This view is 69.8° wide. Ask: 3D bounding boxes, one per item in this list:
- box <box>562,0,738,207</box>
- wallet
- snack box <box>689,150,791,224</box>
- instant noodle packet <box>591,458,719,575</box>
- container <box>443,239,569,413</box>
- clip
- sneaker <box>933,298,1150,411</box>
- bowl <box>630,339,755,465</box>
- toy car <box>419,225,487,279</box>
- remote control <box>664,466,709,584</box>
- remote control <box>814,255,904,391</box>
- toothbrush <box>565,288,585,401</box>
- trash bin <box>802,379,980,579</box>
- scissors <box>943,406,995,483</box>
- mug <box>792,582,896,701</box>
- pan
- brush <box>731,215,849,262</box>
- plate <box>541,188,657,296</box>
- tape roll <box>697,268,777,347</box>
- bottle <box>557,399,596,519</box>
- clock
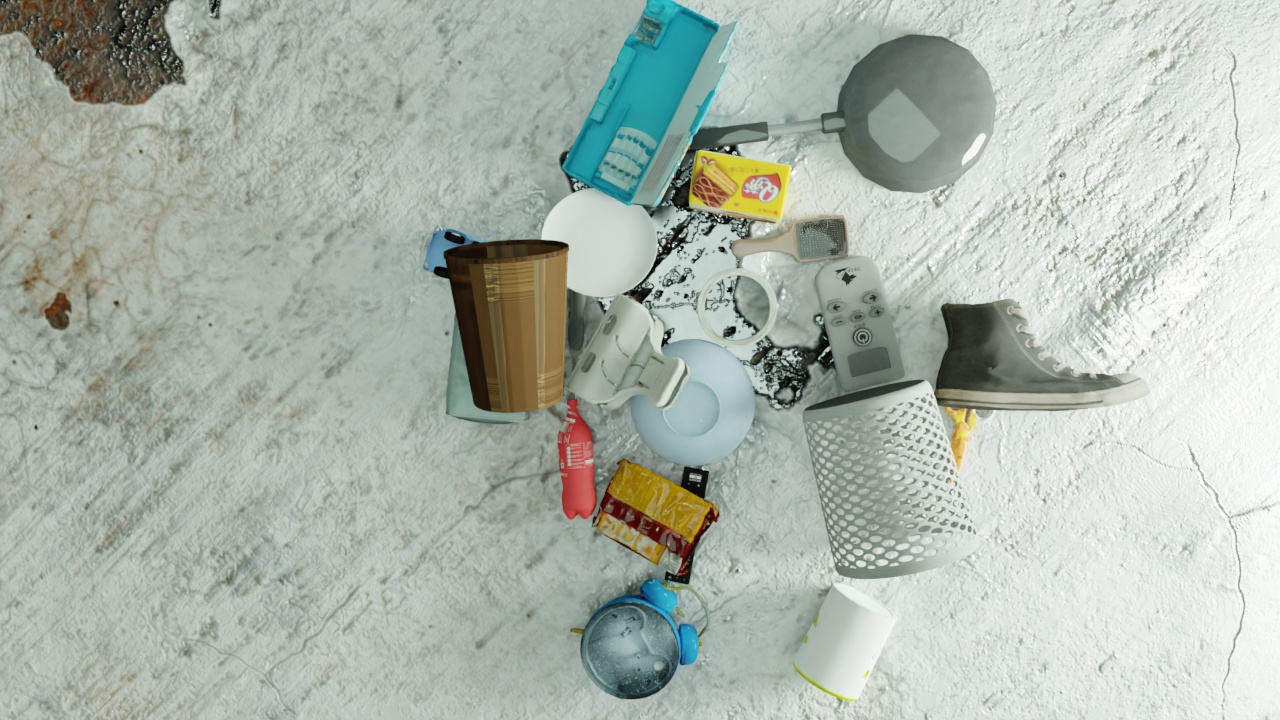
[{"bbox_3d":[0.026,-0.284,1.033,0.172,0.084,0.227,30,95,35],"label":"box"},{"bbox_3d":[-0.175,0.007,1.084,0.100,0.054,0.131,7,94,-7],"label":"wallet"},{"bbox_3d":[0.109,-0.194,1.032,0.106,0.083,0.061,11,96,3],"label":"snack box"},{"bbox_3d":[0.016,0.184,1.079,0.135,0.039,0.098,27,99,13],"label":"instant noodle packet"},{"bbox_3d":[-0.138,-0.038,0.994,0.132,0.132,0.167,-1,106,5],"label":"container"},{"bbox_3d":[-0.020,-0.003,1.022,0.104,0.152,0.126,30,89,-37],"label":"clip"},{"bbox_3d":[0.445,-0.003,1.018,0.235,0.095,0.120,3,85,4],"label":"sneaker"},{"bbox_3d":[0.059,0.052,1.056,0.150,0.074,0.150,0,94,5],"label":"bowl"},{"bbox_3d":[-0.179,-0.110,1.070,0.153,0.054,0.056,19,101,-4],"label":"toy car"},{"bbox_3d":[0.055,0.198,1.098,0.030,0.009,0.140,10,94,4],"label":"remote control"},{"bbox_3d":[0.252,-0.044,1.062,0.074,0.019,0.151,-14,92,5],"label":"remote control"},{"bbox_3d":[-0.077,-0.038,1.089,0.024,0.022,0.185,5,96,24],"label":"toothbrush"},{"bbox_3d":[0.268,0.125,1.006,0.156,0.156,0.183,-15,90,5],"label":"trash bin"},{"bbox_3d":[0.376,0.085,1.065,0.065,0.013,0.128,10,94,4],"label":"scissors"},{"bbox_3d":[0.235,0.322,1.056,0.082,0.082,0.106,26,94,2],"label":"mug"},{"bbox_3d":[0.224,-0.270,1.038,0.357,0.041,0.178,-6,93,5],"label":"pan"},{"bbox_3d":[0.173,-0.137,1.064,0.136,0.015,0.050,-6,92,5],"label":"brush"},{"bbox_3d":[-0.048,-0.137,1.069,0.134,0.011,0.134,1,76,-5],"label":"plate"},{"bbox_3d":[0.113,-0.061,1.075,0.093,0.013,0.093,0,94,5],"label":"tape roll"},{"bbox_3d":[-0.076,0.116,1.087,0.042,0.042,0.141,-3,93,5],"label":"bottle"},{"bbox_3d":[0.006,0.327,1.086,0.161,0.060,0.117,-27,90,4],"label":"clock"}]
